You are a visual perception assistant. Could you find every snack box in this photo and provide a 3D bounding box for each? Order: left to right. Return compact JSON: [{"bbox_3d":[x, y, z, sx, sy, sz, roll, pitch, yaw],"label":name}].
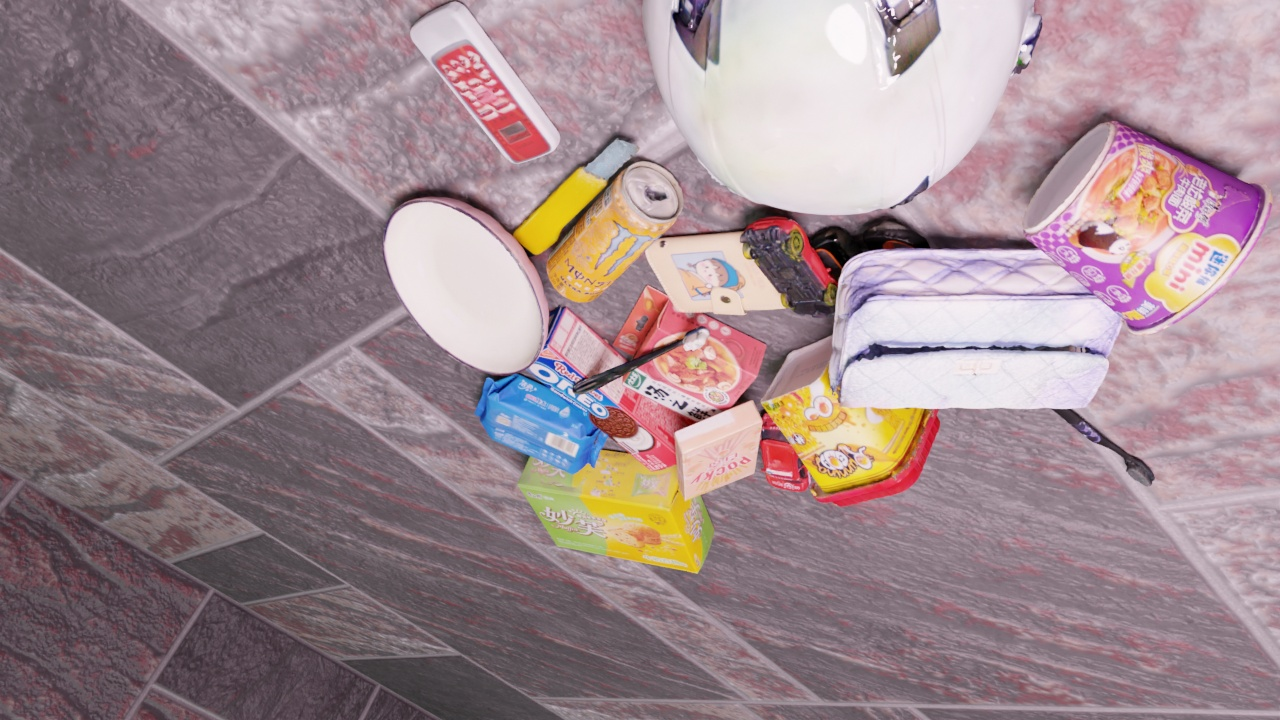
[{"bbox_3d":[-0.031,0.033,0.956,0.207,0.058,0.057,42,139,-24],"label":"snack box"},{"bbox_3d":[-0.029,0.183,1.143,0.210,0.069,0.158,5,142,24],"label":"snack box"},{"bbox_3d":[0.038,0.000,0.882,0.127,0.044,0.113,26,145,-4],"label":"snack box"},{"bbox_3d":[0.078,0.095,0.936,0.084,0.026,0.157,-22,155,-6],"label":"snack box"}]

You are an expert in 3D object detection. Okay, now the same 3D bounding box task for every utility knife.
[{"bbox_3d":[-0.058,-0.136,0.780,0.033,0.015,0.207,37,146,-17],"label":"utility knife"}]

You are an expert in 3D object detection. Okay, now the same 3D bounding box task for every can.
[{"bbox_3d":[-0.024,-0.104,0.768,0.058,0.058,0.146,33,145,-14],"label":"can"}]

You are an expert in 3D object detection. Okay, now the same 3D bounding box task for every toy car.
[{"bbox_3d":[0.149,0.099,0.952,0.053,0.045,0.121,9,145,22],"label":"toy car"},{"bbox_3d":[0.122,-0.072,0.722,0.049,0.031,0.106,0,142,45],"label":"toy car"}]

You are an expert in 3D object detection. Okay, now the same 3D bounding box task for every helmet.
[{"bbox_3d":[0.104,-0.173,0.525,0.229,0.145,0.259,11,144,18],"label":"helmet"}]

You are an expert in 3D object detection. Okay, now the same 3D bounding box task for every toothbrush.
[{"bbox_3d":[-0.005,0.005,0.854,0.182,0.018,0.015,-23,125,42],"label":"toothbrush"},{"bbox_3d":[0.376,0.056,0.788,0.189,0.016,0.014,35,144,-13],"label":"toothbrush"}]

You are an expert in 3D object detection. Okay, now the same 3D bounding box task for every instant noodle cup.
[{"bbox_3d":[0.183,0.048,0.815,0.123,0.115,0.116,48,141,-13],"label":"instant noodle cup"},{"bbox_3d":[0.302,-0.087,0.567,0.099,0.111,0.112,32,145,-1],"label":"instant noodle cup"}]

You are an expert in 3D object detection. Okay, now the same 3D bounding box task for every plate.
[{"bbox_3d":[-0.160,-0.074,0.876,0.192,0.038,0.193,22,135,23],"label":"plate"}]

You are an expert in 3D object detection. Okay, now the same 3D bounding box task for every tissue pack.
[{"bbox_3d":[-0.114,0.070,1.058,0.157,0.052,0.095,24,144,-1],"label":"tissue pack"}]

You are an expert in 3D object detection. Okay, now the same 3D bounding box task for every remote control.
[{"bbox_3d":[-0.119,-0.212,0.713,0.056,0.020,0.136,-7,135,38],"label":"remote control"}]

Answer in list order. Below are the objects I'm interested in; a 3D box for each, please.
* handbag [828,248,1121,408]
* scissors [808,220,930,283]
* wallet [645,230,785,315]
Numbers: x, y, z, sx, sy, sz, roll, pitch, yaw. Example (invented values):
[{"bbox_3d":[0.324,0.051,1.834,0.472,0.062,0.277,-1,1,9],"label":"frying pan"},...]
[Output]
[{"bbox_3d":[0.241,-0.016,0.682,0.194,0.075,0.134,0,142,8],"label":"handbag"},{"bbox_3d":[0.212,-0.033,0.766,0.163,0.021,0.234,14,150,24],"label":"scissors"},{"bbox_3d":[0.069,-0.073,0.788,0.115,0.024,0.087,-1,133,30],"label":"wallet"}]
